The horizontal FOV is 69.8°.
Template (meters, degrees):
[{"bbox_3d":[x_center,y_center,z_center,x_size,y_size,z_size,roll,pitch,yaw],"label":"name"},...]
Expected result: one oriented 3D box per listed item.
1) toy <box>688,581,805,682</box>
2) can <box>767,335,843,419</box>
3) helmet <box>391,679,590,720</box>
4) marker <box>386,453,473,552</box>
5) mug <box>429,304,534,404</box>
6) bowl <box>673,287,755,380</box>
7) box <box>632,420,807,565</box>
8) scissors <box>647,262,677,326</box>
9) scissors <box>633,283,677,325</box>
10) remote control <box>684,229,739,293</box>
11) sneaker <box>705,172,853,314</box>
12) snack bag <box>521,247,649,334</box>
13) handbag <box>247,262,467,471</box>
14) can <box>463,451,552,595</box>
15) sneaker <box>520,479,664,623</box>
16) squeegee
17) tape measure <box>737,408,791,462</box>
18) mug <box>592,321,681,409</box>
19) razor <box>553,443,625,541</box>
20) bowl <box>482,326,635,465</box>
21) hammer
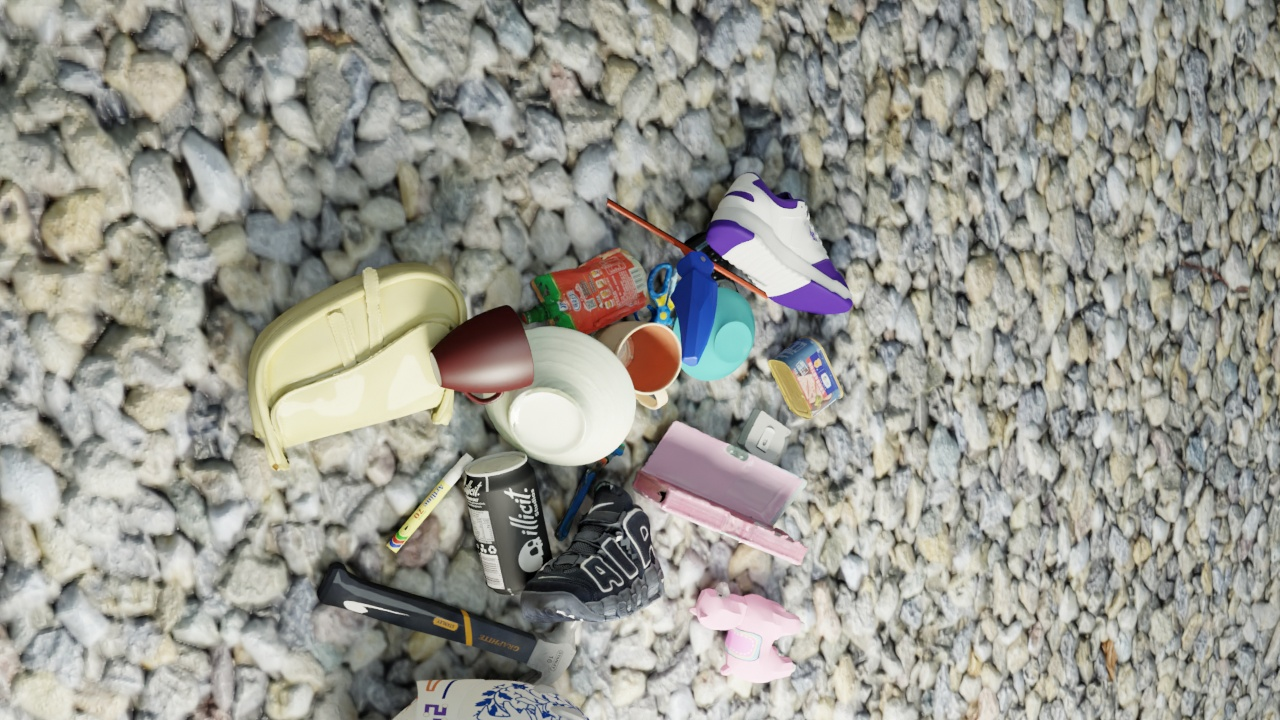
[{"bbox_3d":[0.136,0.359,1.213,0.157,0.067,0.123,13,91,-24],"label":"toy"},{"bbox_3d":[0.220,0.024,1.222,0.059,0.054,0.100,-36,110,-18],"label":"can"},{"bbox_3d":[-0.139,0.465,0.978,0.314,0.230,0.236,25,113,-19],"label":"helmet"},{"bbox_3d":[-0.234,0.158,1.028,0.014,0.014,0.132,45,76,-24],"label":"marker"},{"bbox_3d":[-0.166,0.006,0.940,0.088,0.087,0.114,-17,138,-21],"label":"mug"},{"bbox_3d":[0.104,-0.027,1.146,0.121,0.046,0.121,-7,107,-25],"label":"bowl"},{"bbox_3d":[0.118,0.163,1.165,0.232,0.099,0.112,26,88,-26],"label":"box"},{"bbox_3d":[0.026,-0.056,1.121,0.061,0.023,0.126,14,94,-32],"label":"scissors"},{"bbox_3d":[0.037,-0.047,1.145,0.115,0.014,0.130,-21,109,-27],"label":"scissors"},{"bbox_3d":[0.096,-0.095,1.164,0.045,0.021,0.140,-35,115,-16],"label":"remote control"},{"bbox_3d":[0.188,-0.151,1.174,0.244,0.092,0.111,31,66,-34],"label":"sneaker"},{"bbox_3d":[-0.066,-0.074,1.068,0.154,0.044,0.087,-24,81,-24],"label":"snack bag"},{"bbox_3d":[-0.287,0.000,0.943,0.232,0.089,0.191,-16,106,-25],"label":"handbag"},{"bbox_3d":[-0.149,0.183,1.036,0.080,0.080,0.146,-16,104,-25],"label":"can"},{"bbox_3d":[-0.048,0.212,1.043,0.252,0.097,0.150,10,74,-65],"label":"sneaker"},{"bbox_3d":[0.062,-0.072,1.058,0.249,0.055,0.184,27,48,-26],"label":"squeegee"},{"bbox_3d":[0.165,0.103,1.222,0.060,0.020,0.062,34,80,-26],"label":"tape measure"},{"bbox_3d":[-0.006,0.006,1.076,0.085,0.104,0.111,-33,110,-20],"label":"mug"},{"bbox_3d":[-0.068,0.154,1.110,0.141,0.018,0.044,-59,141,-6],"label":"razor"},{"bbox_3d":[-0.096,0.054,1.006,0.177,0.057,0.177,4,117,8],"label":"bowl"},{"bbox_3d":[-0.212,0.294,1.046,0.312,0.035,0.139,28,85,-27],"label":"hammer"}]
